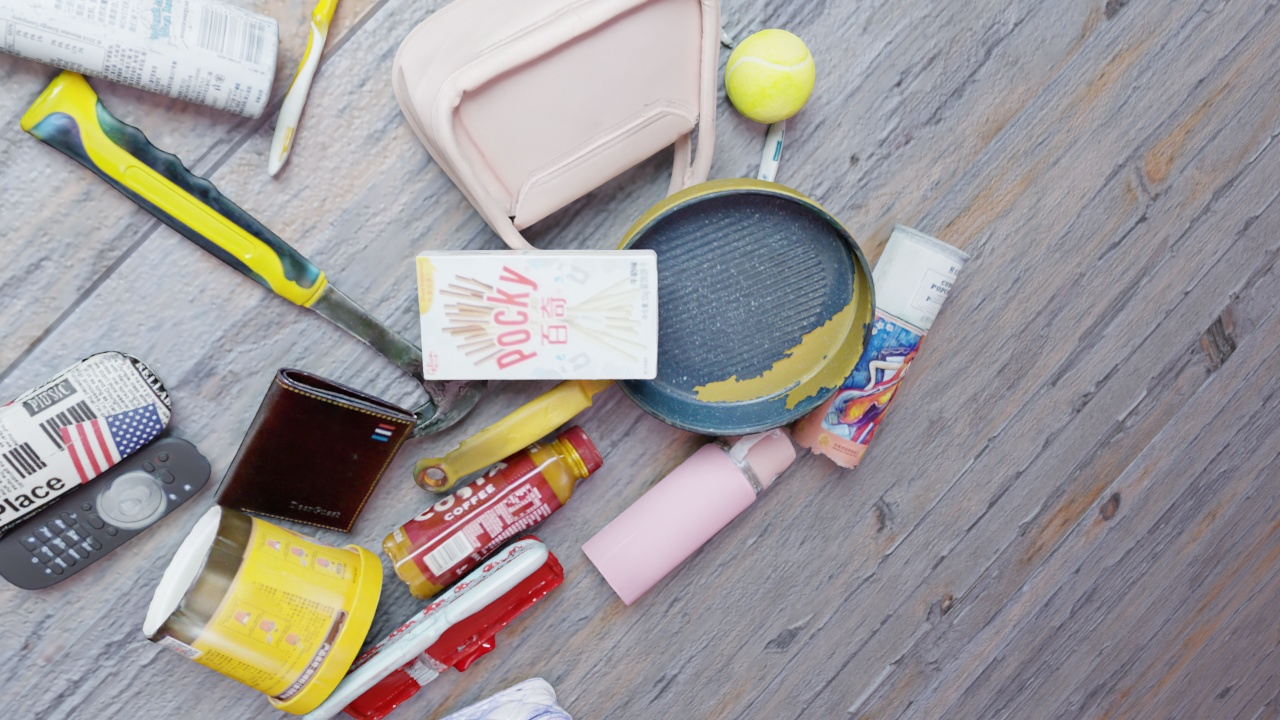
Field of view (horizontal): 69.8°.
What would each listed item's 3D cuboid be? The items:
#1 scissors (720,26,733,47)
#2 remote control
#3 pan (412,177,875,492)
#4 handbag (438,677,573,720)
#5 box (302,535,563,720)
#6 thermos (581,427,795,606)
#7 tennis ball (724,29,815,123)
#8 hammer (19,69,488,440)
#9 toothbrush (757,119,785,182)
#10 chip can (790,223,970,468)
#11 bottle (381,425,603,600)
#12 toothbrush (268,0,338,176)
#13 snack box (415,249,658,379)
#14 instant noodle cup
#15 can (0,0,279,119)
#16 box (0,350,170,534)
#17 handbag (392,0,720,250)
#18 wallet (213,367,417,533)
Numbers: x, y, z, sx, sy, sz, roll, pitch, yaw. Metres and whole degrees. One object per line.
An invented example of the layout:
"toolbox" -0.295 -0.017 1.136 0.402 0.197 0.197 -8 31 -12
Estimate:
"scissors" 0.002 -0.263 0.629 0.132 0.012 0.173 -26 123 -18
"remote control" -0.346 0.095 0.592 0.136 0.024 0.053 -35 123 -13
"pan" -0.004 0.004 0.664 0.358 0.078 0.198 -23 118 11
"handbag" -0.144 0.375 0.803 0.193 0.075 0.134 -20 121 -19
"box" -0.152 0.206 0.704 0.201 0.058 0.161 -35 163 -10
"thermos" 0.044 0.122 0.790 0.198 0.067 0.087 -38 160 -7
"tennis ball" 0.095 -0.208 0.673 0.065 0.065 0.065 -12 117 -24
"hammer" -0.226 -0.053 0.587 0.126 0.032 0.323 -50 126 -1
"toothbrush" 0.094 -0.104 0.752 0.018 0.016 0.192 -4 114 -39
"chip can" 0.212 -0.011 0.827 0.071 0.071 0.215 18 103 -34
"bottle" -0.111 0.113 0.712 0.174 0.057 0.057 -33 124 -12
"toothbrush" -0.194 -0.201 0.546 0.018 0.016 0.191 18 102 -23
"snack box" -0.067 -0.030 0.609 0.157 0.026 0.085 0 107 -1
"instant noodle cup" -0.257 0.164 0.622 0.114 0.118 0.118 34 93 -29
"can" -0.273 -0.176 0.487 0.146 0.058 0.058 10 107 -32
"box" -0.367 0.054 0.556 0.164 0.052 0.069 -32 135 -12
"handbag" -0.035 -0.143 0.613 0.193 0.093 0.234 -31 140 -8
"wallet" -0.222 0.066 0.626 0.096 0.020 0.122 23 119 -25
